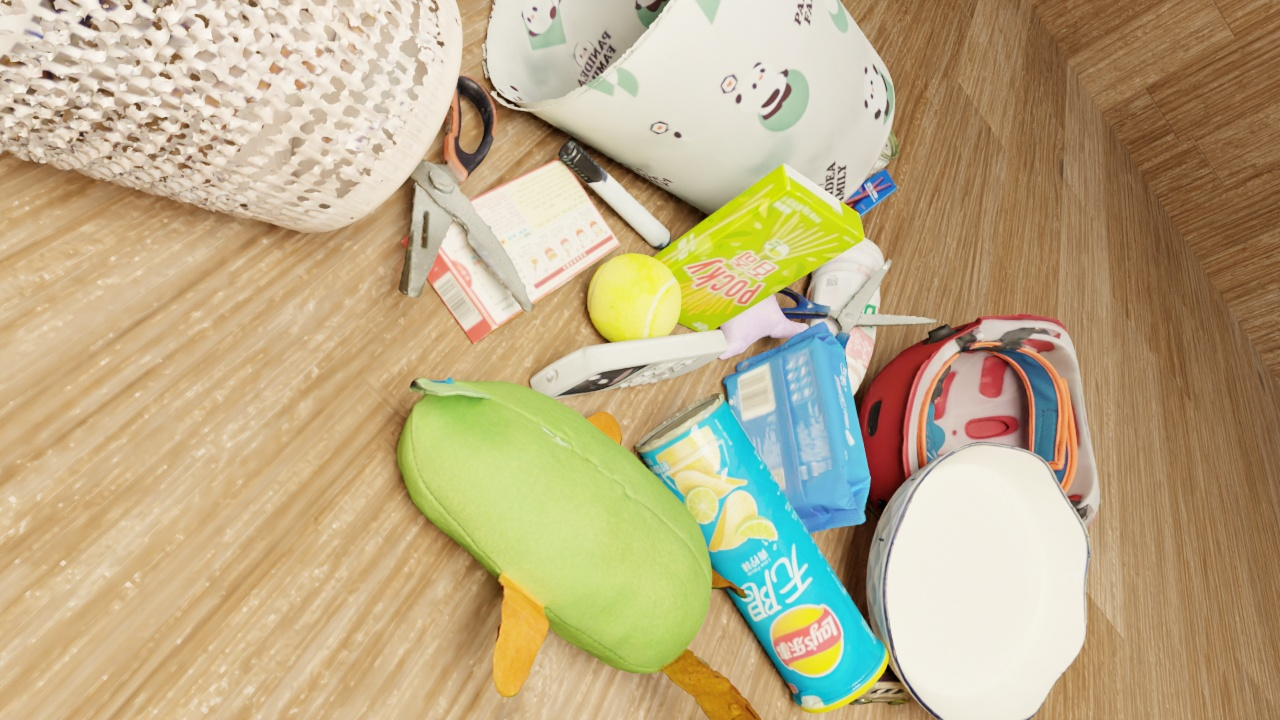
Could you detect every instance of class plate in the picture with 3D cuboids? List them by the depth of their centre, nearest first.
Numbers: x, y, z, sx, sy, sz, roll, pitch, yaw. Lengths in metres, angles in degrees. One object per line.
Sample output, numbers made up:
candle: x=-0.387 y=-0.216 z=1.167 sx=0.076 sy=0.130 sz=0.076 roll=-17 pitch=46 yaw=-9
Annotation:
plate: x=0.247 y=0.163 z=0.678 sx=0.204 sy=0.046 sz=0.205 roll=1 pitch=87 yaw=-26

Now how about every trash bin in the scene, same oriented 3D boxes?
trash bin: x=-0.195 y=-0.159 z=0.401 sx=0.192 sy=0.228 sz=0.227 roll=26 pitch=49 yaw=-51
trash bin: x=0.051 y=-0.229 z=0.694 sx=0.251 sy=0.230 sz=0.229 roll=26 pitch=50 yaw=-42

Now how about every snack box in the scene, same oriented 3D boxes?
snack box: x=-0.078 y=-0.077 z=0.604 sx=0.077 sy=0.027 sz=0.155 roll=55 pitch=39 yaw=-5
snack box: x=0.072 y=-0.074 z=0.660 sx=0.085 sy=0.157 sz=0.026 roll=23 pitch=50 yaw=-37
snack box: x=0.183 y=-0.137 z=0.877 sx=0.026 sy=0.085 sz=0.156 roll=58 pitch=38 yaw=-3

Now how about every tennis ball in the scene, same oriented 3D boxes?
tennis ball: x=-0.004 y=-0.041 z=0.631 sx=0.065 sy=0.066 sz=0.065 roll=26 pitch=50 yaw=-35

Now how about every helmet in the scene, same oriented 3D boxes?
helmet: x=0.270 y=0.072 z=0.800 sx=0.239 sy=0.144 sz=0.207 roll=-10 pitch=89 yaw=-29

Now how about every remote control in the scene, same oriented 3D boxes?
remote control: x=-0.004 y=0.004 z=0.609 sx=0.149 sy=0.058 sz=0.021 roll=-10 pitch=75 yaw=-49

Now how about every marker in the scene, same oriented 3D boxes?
marker: x=-0.015 y=-0.119 z=0.681 sx=0.130 sy=0.018 sz=0.022 roll=37 pitch=15 yaw=-47

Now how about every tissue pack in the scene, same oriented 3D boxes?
tissue pack: x=0.116 y=0.056 z=0.679 sx=0.052 sy=0.095 sz=0.157 roll=25 pitch=51 yaw=-43

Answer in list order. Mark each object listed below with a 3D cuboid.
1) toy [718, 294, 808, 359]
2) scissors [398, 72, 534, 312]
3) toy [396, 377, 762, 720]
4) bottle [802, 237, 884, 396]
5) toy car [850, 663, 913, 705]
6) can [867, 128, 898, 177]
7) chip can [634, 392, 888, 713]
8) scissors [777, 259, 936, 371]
toy: x=0.085 y=-0.059 z=0.753 sx=0.083 sy=0.039 sz=0.108 roll=-13 pitch=69 yaw=-18
scissors: x=-0.127 y=-0.120 z=0.556 sx=0.226 sy=0.015 sz=0.188 roll=46 pitch=37 yaw=1
toy: x=-0.032 y=0.094 z=0.498 sx=0.246 sy=0.090 sz=0.226 roll=42 pitch=24 yaw=-11
bottle: x=0.177 y=-0.028 z=0.822 sx=0.068 sy=0.068 sz=0.196 roll=40 pitch=47 yaw=-24
toy car: x=0.182 y=0.235 z=0.687 sx=0.090 sy=0.035 sz=0.042 roll=20 pitch=55 yaw=-42
can: x=0.150 y=-0.163 z=0.808 sx=0.058 sy=0.147 sz=0.058 roll=25 pitch=50 yaw=-35
chip can: x=0.080 y=0.127 z=0.614 sx=0.210 sy=0.071 sz=0.071 roll=57 pitch=39 yaw=-3
scissors: x=0.164 y=-0.031 z=0.774 sx=0.162 sy=0.012 sz=0.175 roll=20 pitch=60 yaw=8
